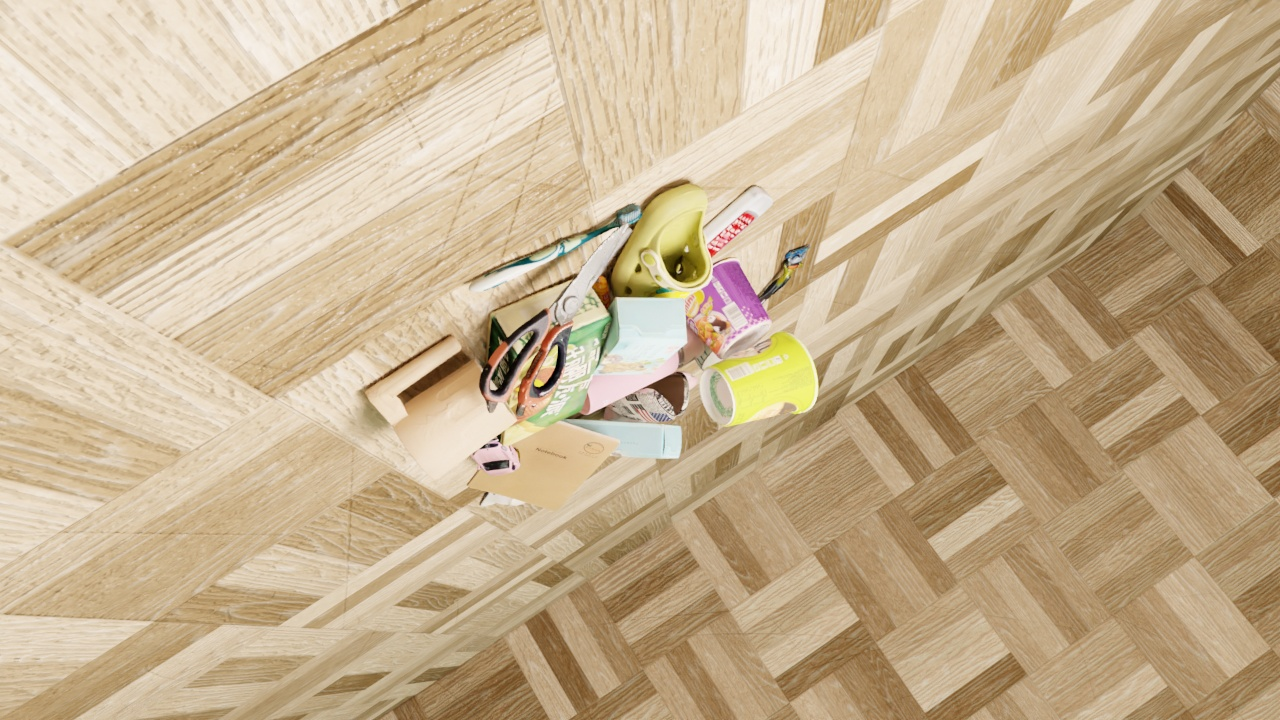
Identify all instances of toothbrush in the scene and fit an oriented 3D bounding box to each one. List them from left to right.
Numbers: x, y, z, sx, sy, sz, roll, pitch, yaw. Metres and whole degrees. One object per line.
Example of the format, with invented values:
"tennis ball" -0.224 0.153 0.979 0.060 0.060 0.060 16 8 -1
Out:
"toothbrush" -0.077 -0.107 0.863 0.191 0.016 0.018 -28 152 -22

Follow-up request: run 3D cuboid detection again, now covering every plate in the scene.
"plate" -0.171 0.190 1.481 0.163 0.034 0.164 -24 160 -35

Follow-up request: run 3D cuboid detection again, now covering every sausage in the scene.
"sausage" -0.044 -0.060 1.044 0.021 0.021 0.165 -32 164 -9

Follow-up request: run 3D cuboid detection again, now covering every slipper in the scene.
"slipper" 0.029 -0.103 0.966 0.091 0.081 0.191 -23 158 -25

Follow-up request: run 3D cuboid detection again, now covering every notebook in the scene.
"notebook" -0.142 0.149 1.315 0.147 0.008 0.208 20 136 -22

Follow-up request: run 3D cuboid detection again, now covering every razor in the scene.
"razor" 0.203 -0.116 1.359 0.042 0.022 0.143 -19 158 -37

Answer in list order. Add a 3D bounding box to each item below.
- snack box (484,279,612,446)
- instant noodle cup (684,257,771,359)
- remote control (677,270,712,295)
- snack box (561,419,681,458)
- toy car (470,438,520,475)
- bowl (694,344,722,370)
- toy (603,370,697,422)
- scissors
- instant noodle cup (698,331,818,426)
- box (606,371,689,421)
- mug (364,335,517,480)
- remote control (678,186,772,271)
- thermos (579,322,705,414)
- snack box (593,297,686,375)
"snack box" -0.112 0.007 1.025 0.114 0.063 0.241 -25 160 -23
"instant noodle cup" 0.111 -0.062 1.202 0.111 0.099 0.112 -32 165 -10
"remote control" 0.026 -0.077 1.089 0.125 0.024 0.049 -27 167 28
"snack box" -0.033 0.114 1.342 0.175 0.051 0.074 2 175 22
"toy car" -0.195 0.132 1.239 0.056 0.037 0.122 -9 161 0
"bowl" 0.116 -0.046 1.311 0.116 0.066 0.116 -32 164 -11
"toy" 0.013 0.061 1.427 0.159 0.054 0.121 -30 165 7
"scissors" -0.070 -0.038 0.897 0.208 0.015 0.186 -26 129 -22
"instant noodle cup" 0.146 0.031 1.185 0.123 0.111 0.112 -17 157 -26
"box" -0.003 0.054 1.286 0.087 0.076 0.163 -3 -178 -34
"mug" -0.200 0.045 0.931 0.103 0.084 0.125 -35 125 -5
"remote control" 0.094 -0.148 1.062 0.136 0.020 0.055 -40 162 19
"thermos" -0.007 0.007 1.229 0.198 0.067 0.087 -26 168 -29
"snack box" -0.006 -0.024 1.015 0.074 0.051 0.175 0 168 -12
